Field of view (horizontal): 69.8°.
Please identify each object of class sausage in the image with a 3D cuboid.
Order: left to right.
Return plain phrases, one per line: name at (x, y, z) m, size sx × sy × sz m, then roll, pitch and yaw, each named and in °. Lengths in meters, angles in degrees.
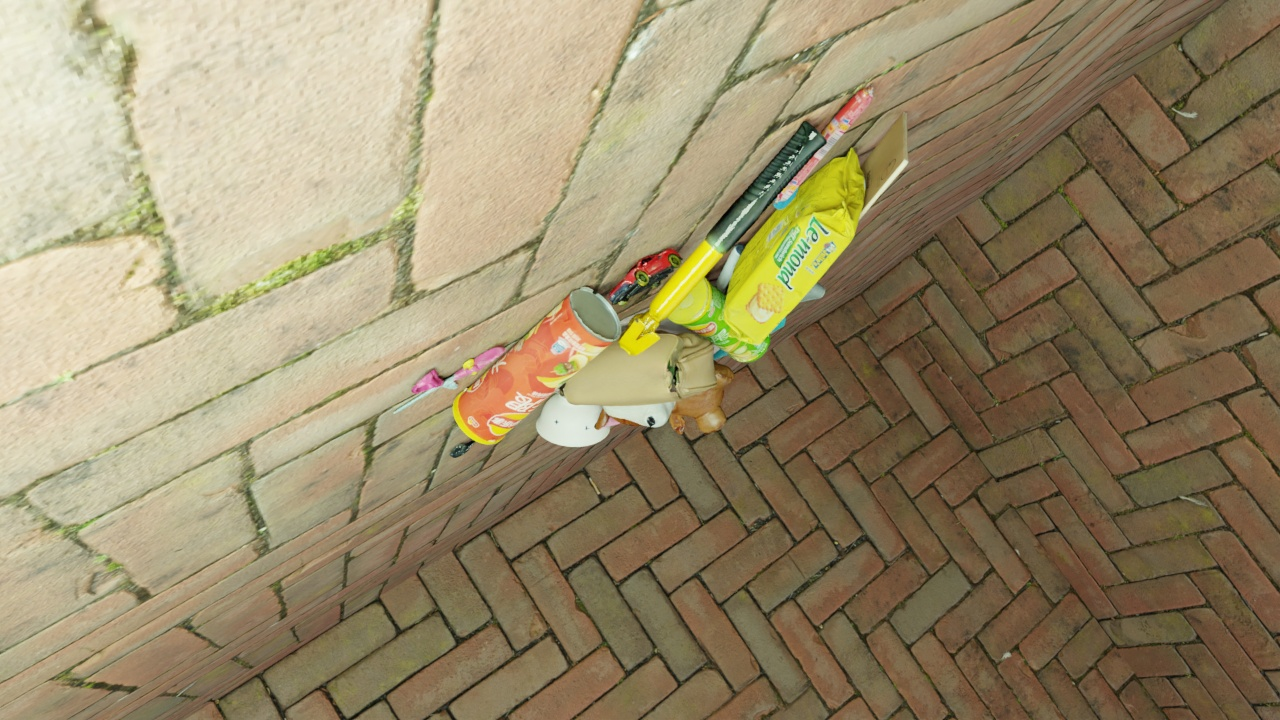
sausage at (0.189, -0.224, 0.958) m, size 0.156 × 0.020 × 0.020 m, roll -50°, pitch 166°, yaw 27°

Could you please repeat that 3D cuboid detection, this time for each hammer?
hammer at (0.078, -0.119, 0.947) m, size 0.301 × 0.033 × 0.128 m, roll -49°, pitch -175°, yaw 16°

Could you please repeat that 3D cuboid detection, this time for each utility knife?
utility knife at (0.172, -0.213, 1.032) m, size 0.034 × 0.018 × 0.218 m, roll -46°, pitch 173°, yaw -3°

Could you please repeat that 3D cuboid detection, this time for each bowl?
bowl at (-0.105, 0.078, 1.449) m, size 0.118 × 0.118 × 0.065 m, roll -27°, pitch 132°, yaw -44°

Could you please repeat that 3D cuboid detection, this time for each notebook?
notebook at (0.269, -0.203, 1.160) m, size 0.208 × 0.008 × 0.147 m, roll -54°, pitch -170°, yaw 38°

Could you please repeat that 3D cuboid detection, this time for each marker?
marker at (0.123, -0.125, 1.313) m, size 0.018 × 0.022 × 0.131 m, roll 7°, pitch 148°, yaw -11°

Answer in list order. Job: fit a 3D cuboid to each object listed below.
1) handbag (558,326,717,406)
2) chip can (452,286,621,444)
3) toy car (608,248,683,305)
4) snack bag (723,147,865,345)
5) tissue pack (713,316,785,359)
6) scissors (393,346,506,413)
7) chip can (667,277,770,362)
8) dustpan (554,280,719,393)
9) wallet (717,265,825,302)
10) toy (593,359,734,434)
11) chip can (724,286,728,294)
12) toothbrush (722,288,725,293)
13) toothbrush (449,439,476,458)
handbag at (-0.007, 0.007, 1.206) m, size 0.205 × 0.100 × 0.147 m, roll -5°, pitch -172°, yaw 20°
chip can at (-0.115, 0.010, 1.004) m, size 0.217 × 0.073 × 0.073 m, roll -39°, pitch 171°, yaw 30°
toy car at (0.003, -0.093, 1.011) m, size 0.106 × 0.031 × 0.049 m, roll -35°, pitch 174°, yaw -45°
snack bag at (0.189, -0.141, 1.155) m, size 0.247 × 0.068 × 0.157 m, roll -51°, pitch -167°, yaw 39°
tissue pack at (0.161, -0.048, 1.469) m, size 0.093 × 0.050 × 0.134 m, roll -19°, pitch 172°, yaw -35°
scissors at (-0.199, 0.021, 0.945) m, size 0.133 × 0.017 × 0.134 m, roll -31°, pitch 176°, yaw 1°
chip can at (0.110, -0.055, 1.273) m, size 0.073 × 0.072 × 0.221 m, roll -36°, pitch 150°, yaw 17°
dustpan at (0.008, -0.048, 1.417) m, size 0.273 × 0.138 × 0.223 m, roll 7°, pitch 148°, yaw -34°
wallet at (0.191, -0.113, 1.354) m, size 0.107 × 0.037 × 0.129 m, roll -15°, pitch 150°, yaw 43°
toy at (0.031, 0.055, 1.345) m, size 0.199 × 0.140 × 0.130 m, roll 1°, pitch -149°, yaw -7°
chip can at (0.197, -0.129, 1.463) m, size 0.072 × 0.072 × 0.237 m, roll -31°, pitch 172°, yaw -25°
toothbrush at (0.110, -0.089, 1.558) m, size 0.016 × 0.016 × 0.180 m, roll -39°, pitch 176°, yaw -26°
toothbrush at (-0.207, 0.087, 1.330) m, size 0.189 × 0.014 × 0.017 m, roll -37°, pitch 160°, yaw 15°
